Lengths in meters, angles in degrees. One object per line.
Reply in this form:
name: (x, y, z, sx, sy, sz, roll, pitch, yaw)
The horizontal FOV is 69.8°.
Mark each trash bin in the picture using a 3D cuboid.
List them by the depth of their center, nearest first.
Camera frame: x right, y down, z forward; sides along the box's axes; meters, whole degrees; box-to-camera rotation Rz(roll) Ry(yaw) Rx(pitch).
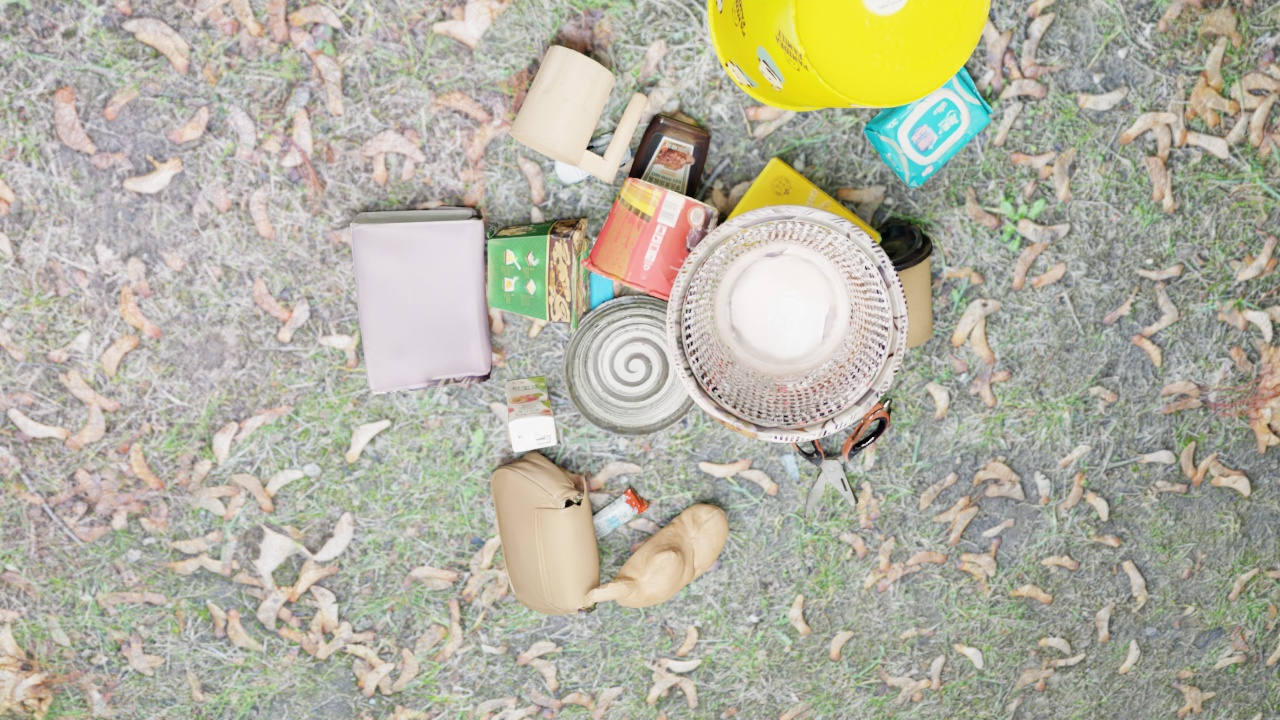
trash bin: (0.203, -0.357, 0.919, 0.229, 0.255, 0.230, -2, 111, -7)
trash bin: (0.149, -0.045, 0.955, 0.227, 0.192, 0.227, 1, 98, 8)

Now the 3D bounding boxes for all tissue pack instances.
tissue pack: (0.338, -0.279, 1.075, 0.133, 0.050, 0.093, -45, 109, 9)

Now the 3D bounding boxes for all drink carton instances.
drink carton: (-0.132, 0.063, 1.099, 0.053, 0.122, 0.045, -9, 113, -7)

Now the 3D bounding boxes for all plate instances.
plate: (-0.007, 0.007, 1.123, 0.179, 0.024, 0.179, -2, 107, -6)

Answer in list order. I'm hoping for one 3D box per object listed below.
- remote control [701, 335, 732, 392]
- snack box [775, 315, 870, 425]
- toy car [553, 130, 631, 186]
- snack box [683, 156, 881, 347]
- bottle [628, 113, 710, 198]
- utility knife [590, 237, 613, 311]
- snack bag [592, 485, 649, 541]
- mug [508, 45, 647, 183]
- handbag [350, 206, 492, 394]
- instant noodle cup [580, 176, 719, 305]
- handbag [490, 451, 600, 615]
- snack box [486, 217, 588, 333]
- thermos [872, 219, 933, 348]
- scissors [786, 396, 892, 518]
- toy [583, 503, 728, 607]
remote control: (0.055, -0.014, 1.150, 0.056, 0.020, 0.136, -44, 110, 10)
snack box: (0.229, 0.017, 1.173, 0.113, 0.044, 0.127, -17, 110, -2)
toy car: (-0.055, -0.230, 1.049, 0.090, 0.034, 0.043, -20, 114, 2)
snack box: (0.156, -0.108, 1.080, 0.157, 0.070, 0.210, 37, 102, 1)
bottle: (0.017, -0.183, 1.071, 0.080, 0.044, 0.195, 15, 108, -14)
utility knife: (-0.047, -0.059, 1.122, 0.034, 0.018, 0.187, -4, 109, -6)
snack bag: (-0.040, 0.209, 1.216, 0.105, 0.026, 0.045, -35, 120, 6)
mug: (-0.066, -0.266, 0.998, 0.124, 0.084, 0.103, 24, 93, -11)
handbag: (-0.245, -0.071, 1.047, 0.145, 0.098, 0.197, -2, 109, -5)
instant noodle cup: (0.020, -0.131, 1.001, 0.138, 0.138, 0.109, 19, 99, -14)
handbag: (-0.111, 0.218, 1.154, 0.099, 0.148, 0.205, -25, 119, -39)
snack box: (-0.117, -0.103, 1.054, 0.105, 0.118, 0.118, 3, 109, 4)
thermos: (0.318, -0.091, 1.126, 0.093, 0.093, 0.143, -21, 120, 0)
scissors: (0.250, 0.125, 1.199, 0.188, 0.015, 0.227, 17, 121, -27)
toy: (0.020, 0.265, 1.165, 0.225, 0.082, 0.144, -31, 153, -34)
